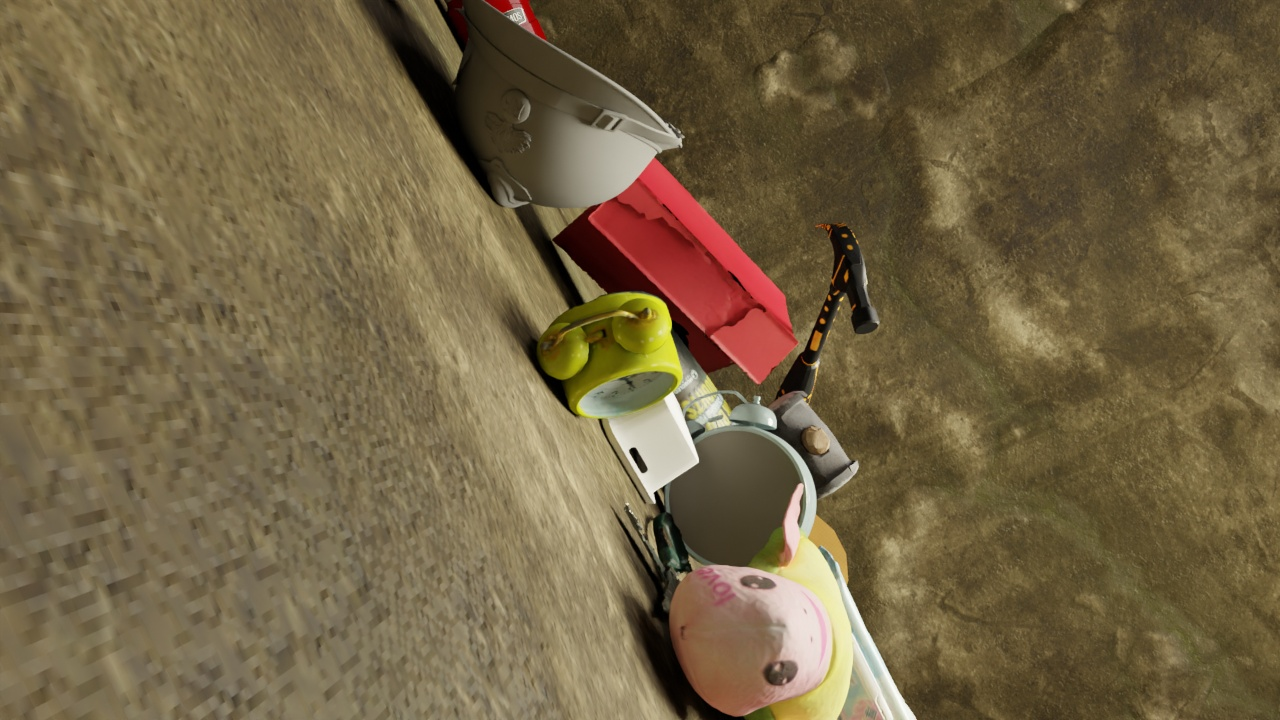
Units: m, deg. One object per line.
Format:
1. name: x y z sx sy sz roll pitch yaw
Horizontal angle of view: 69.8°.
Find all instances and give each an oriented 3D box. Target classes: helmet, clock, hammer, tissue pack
1. helmet: -0.074 -0.167 0.686 0.183 0.118 0.271 33 10 4
2. clock: -0.019 -0.007 0.571 0.119 0.083 0.057 59 13 -66
3. hammer: 0.133 0.109 0.970 0.098 0.052 0.329 53 -15 6
4. tissue pack: 0.151 0.264 0.783 0.182 0.112 0.070 64 4 11
5. clock: 0.078 0.102 0.758 0.045 0.123 0.159 35 38 -71
6. hammer: 0.159 -0.004 0.870 0.321 0.036 0.123 97 -15 -59

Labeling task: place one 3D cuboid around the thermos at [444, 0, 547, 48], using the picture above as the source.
1. thermos: -0.139 -0.319 0.992 0.199 0.084 0.108 64 -15 -22

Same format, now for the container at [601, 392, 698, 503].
1. container: 0.004 0.044 0.730 0.081 0.049 0.129 61 5 -25

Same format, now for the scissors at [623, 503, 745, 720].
1. scissors: 0.032 0.161 0.625 0.204 0.015 0.202 -99 165 -71

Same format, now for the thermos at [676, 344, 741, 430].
1. thermos: 0.045 0.064 0.843 0.221 0.098 0.098 56 7 -15

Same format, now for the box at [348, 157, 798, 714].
1. box: -0.016 0.013 0.742 0.214 0.476 0.172 44 -34 -14

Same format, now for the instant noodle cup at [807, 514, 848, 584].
1. instant noodle cup: 0.140 0.221 0.919 0.121 0.123 0.123 71 -5 -64

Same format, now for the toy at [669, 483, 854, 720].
1. toy: 0.086 0.171 0.558 0.238 0.088 0.190 29 60 -65
